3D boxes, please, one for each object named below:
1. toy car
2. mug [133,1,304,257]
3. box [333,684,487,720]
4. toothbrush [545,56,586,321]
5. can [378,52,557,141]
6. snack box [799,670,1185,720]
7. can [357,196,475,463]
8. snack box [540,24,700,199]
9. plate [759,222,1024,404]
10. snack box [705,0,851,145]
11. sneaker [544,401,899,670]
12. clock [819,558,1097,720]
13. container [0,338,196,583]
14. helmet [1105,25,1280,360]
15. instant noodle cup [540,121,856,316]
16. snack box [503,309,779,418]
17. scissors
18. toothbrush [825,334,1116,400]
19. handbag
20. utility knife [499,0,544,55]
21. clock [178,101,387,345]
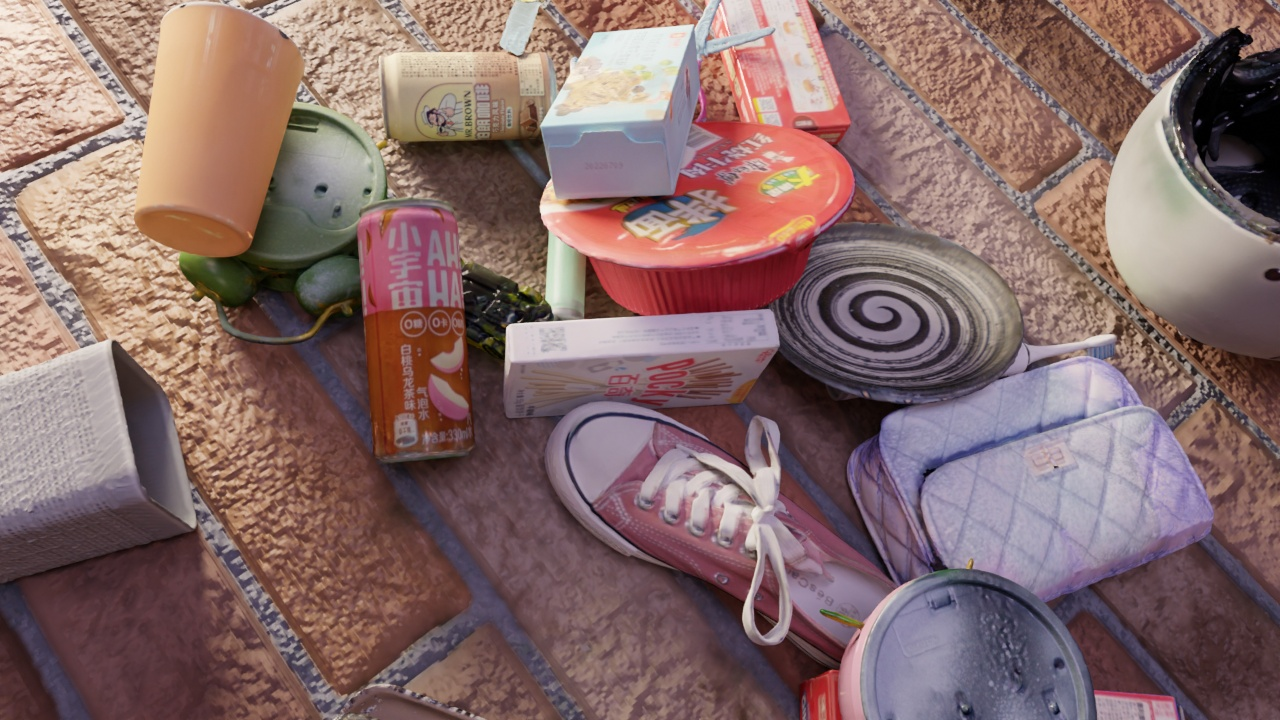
[{"bbox_3d":[-0.104,-0.033,0.581,0.105,0.032,0.048,25,69,15],"label":"toy car"},{"bbox_3d":[-0.239,-0.125,0.514,0.078,0.078,0.122,6,70,-8],"label":"mug"},{"bbox_3d":[-0.082,0.218,0.467,0.163,0.083,0.075,20,100,-2],"label":"box"},{"bbox_3d":[-0.048,-0.123,0.635,0.027,0.026,0.224,-2,65,4],"label":"toothbrush"},{"bbox_3d":[-0.118,-0.181,0.631,0.116,0.059,0.058,-4,66,-12],"label":"can"},{"bbox_3d":[0.195,0.212,0.509,0.207,0.057,0.058,7,62,-7],"label":"snack box"},{"bbox_3d":[-0.130,-0.016,0.531,0.058,0.058,0.147,-5,86,-12],"label":"can"},{"bbox_3d":[-0.007,-0.166,0.598,0.074,0.052,0.174,-1,37,11],"label":"snack box"},{"bbox_3d":[0.161,-0.031,0.611,0.179,0.024,0.179,0,43,0],"label":"plate"},{"bbox_3d":[0.105,-0.234,0.713,0.075,0.026,0.152,-7,67,-14],"label":"snack box"},{"bbox_3d":[0.056,0.093,0.520,0.241,0.088,0.118,33,65,5],"label":"sneaker"},{"bbox_3d":[0.161,0.184,0.449,0.117,0.060,0.158,-13,70,-14],"label":"clock"},{"bbox_3d":[-0.308,0.057,0.472,0.114,0.090,0.090,-18,70,-14],"label":"container"},{"bbox_3d":[0.439,-0.091,0.637,0.273,0.157,0.229,3,63,-21],"label":"helmet"},{"bbox_3d":[0.036,-0.086,0.581,0.194,0.066,0.193,-5,38,4],"label":"instant noodle cup"},{"bbox_3d":[-0.003,0.003,0.552,0.156,0.085,0.026,-3,65,-11],"label":"snack box"},{"bbox_3d":[0.032,-0.233,0.691,0.130,0.017,0.133,19,80,12],"label":"scissors"},{"bbox_3d":[0.233,0.001,0.629,0.221,0.027,0.026,-7,106,-14],"label":"toothbrush"},{"bbox_3d":[0.236,0.078,0.567,0.193,0.076,0.134,-16,68,-16],"label":"handbag"},{"bbox_3d":[-0.077,-0.287,0.688,0.031,0.022,0.220,3,54,5],"label":"utility knife"},{"bbox_3d":[-0.218,-0.084,0.570,0.116,0.056,0.161,6,65,-6],"label":"clock"}]
